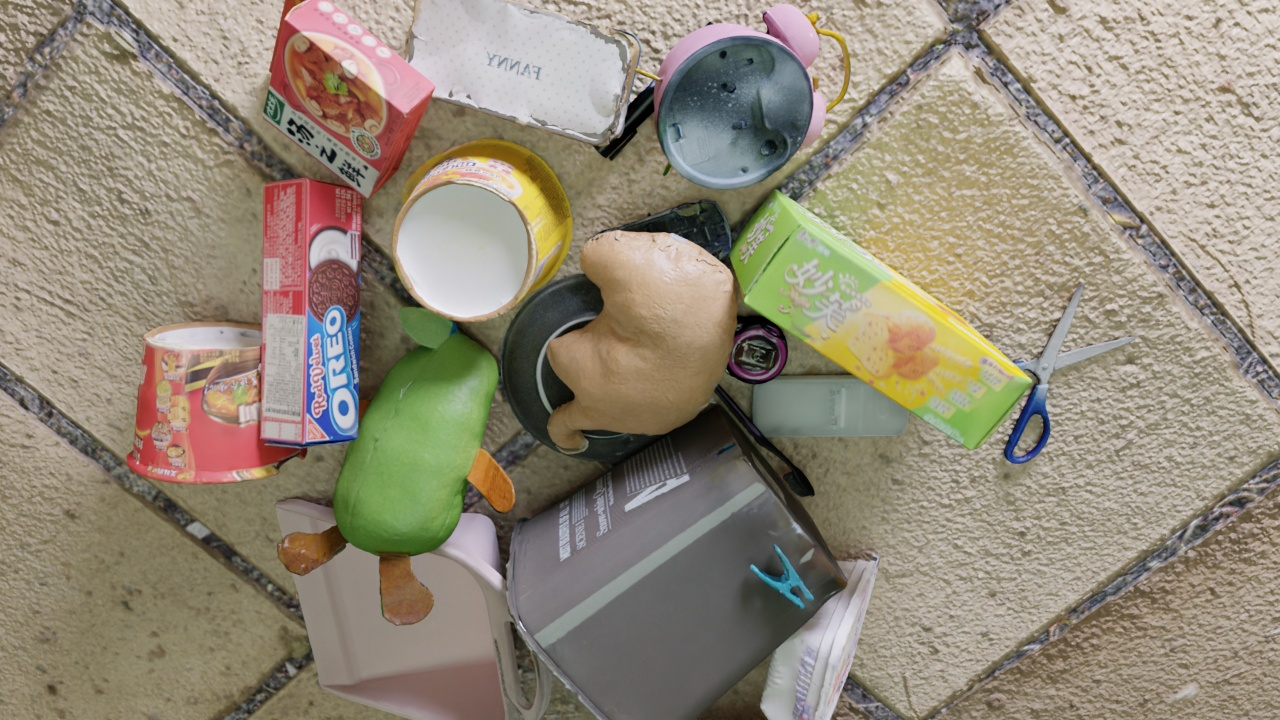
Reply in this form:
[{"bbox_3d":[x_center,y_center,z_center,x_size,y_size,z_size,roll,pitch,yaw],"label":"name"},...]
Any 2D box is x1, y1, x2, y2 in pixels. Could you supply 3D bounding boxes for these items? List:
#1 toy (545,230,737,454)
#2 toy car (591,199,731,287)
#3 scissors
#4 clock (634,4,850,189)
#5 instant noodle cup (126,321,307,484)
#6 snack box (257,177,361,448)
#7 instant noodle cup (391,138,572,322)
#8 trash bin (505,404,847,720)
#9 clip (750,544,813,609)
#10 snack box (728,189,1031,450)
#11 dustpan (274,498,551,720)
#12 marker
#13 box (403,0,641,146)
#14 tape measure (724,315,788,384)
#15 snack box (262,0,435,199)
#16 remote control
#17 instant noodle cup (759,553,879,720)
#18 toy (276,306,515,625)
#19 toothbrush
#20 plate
[{"bbox_3d":[-0.004,0.004,0.739,0.143,0.082,0.226,26,117,5],"label":"toy"},{"bbox_3d":[0.015,-0.093,0.752,0.121,0.036,0.054,-18,110,8],"label":"toy car"},{"bbox_3d":[0.341,0.015,0.798,0.176,0.012,0.162,-5,109,2],"label":"scissors"},{"bbox_3d":[0.082,-0.198,0.686,0.158,0.059,0.117,-17,129,1],"label":"clock"},{"bbox_3d":[-0.352,0.030,0.762,0.138,0.137,0.109,5,102,0],"label":"instant noodle cup"},{"bbox_3d":[-0.262,-0.036,0.729,0.058,0.057,0.207,2,91,32],"label":"snack box"},{"bbox_3d":[-0.127,-0.096,0.716,0.138,0.109,0.138,1,111,2],"label":"instant noodle cup"},{"bbox_3d":[0.031,0.171,0.775,0.220,0.199,0.198,-38,107,8],"label":"trash bin"},{"bbox_3d":[0.108,0.165,0.687,0.038,0.013,0.055,-41,103,2],"label":"clip"},{"bbox_3d":[0.174,-0.037,0.705,0.210,0.157,0.070,33,107,-10],"label":"snack box"},{"bbox_3d":[-0.211,0.243,0.829,0.273,0.138,0.223,-7,110,3],"label":"dustpan"},{"bbox_3d":[0.014,-0.209,0.719,0.132,0.020,0.022,-43,108,15],"label":"marker"},{"bbox_3d":[-0.095,-0.224,0.688,0.184,0.059,0.090,19,109,4],"label":"box"},{"bbox_3d":[0.097,-0.009,0.780,0.058,0.039,0.057,10,110,-3],"label":"tape measure"},{"bbox_3d":[-0.229,-0.200,0.681,0.127,0.044,0.113,38,143,-8],"label":"snack box"},{"bbox_3d":[0.166,0.040,0.806,0.136,0.020,0.056,-1,109,4],"label":"remote control"},{"bbox_3d":[0.158,0.254,0.819,0.060,0.173,0.138,16,111,19],"label":"instant noodle cup"},{"bbox_3d":[-0.190,0.083,0.762,0.227,0.090,0.246,20,81,29],"label":"toy"},{"bbox_3d":[0.091,0.055,0.798,0.017,0.014,0.189,-32,108,35],"label":"toothbrush"},{"bbox_3d":[-0.034,0.012,0.800,0.179,0.024,0.180,0,110,1],"label":"plate"}]
